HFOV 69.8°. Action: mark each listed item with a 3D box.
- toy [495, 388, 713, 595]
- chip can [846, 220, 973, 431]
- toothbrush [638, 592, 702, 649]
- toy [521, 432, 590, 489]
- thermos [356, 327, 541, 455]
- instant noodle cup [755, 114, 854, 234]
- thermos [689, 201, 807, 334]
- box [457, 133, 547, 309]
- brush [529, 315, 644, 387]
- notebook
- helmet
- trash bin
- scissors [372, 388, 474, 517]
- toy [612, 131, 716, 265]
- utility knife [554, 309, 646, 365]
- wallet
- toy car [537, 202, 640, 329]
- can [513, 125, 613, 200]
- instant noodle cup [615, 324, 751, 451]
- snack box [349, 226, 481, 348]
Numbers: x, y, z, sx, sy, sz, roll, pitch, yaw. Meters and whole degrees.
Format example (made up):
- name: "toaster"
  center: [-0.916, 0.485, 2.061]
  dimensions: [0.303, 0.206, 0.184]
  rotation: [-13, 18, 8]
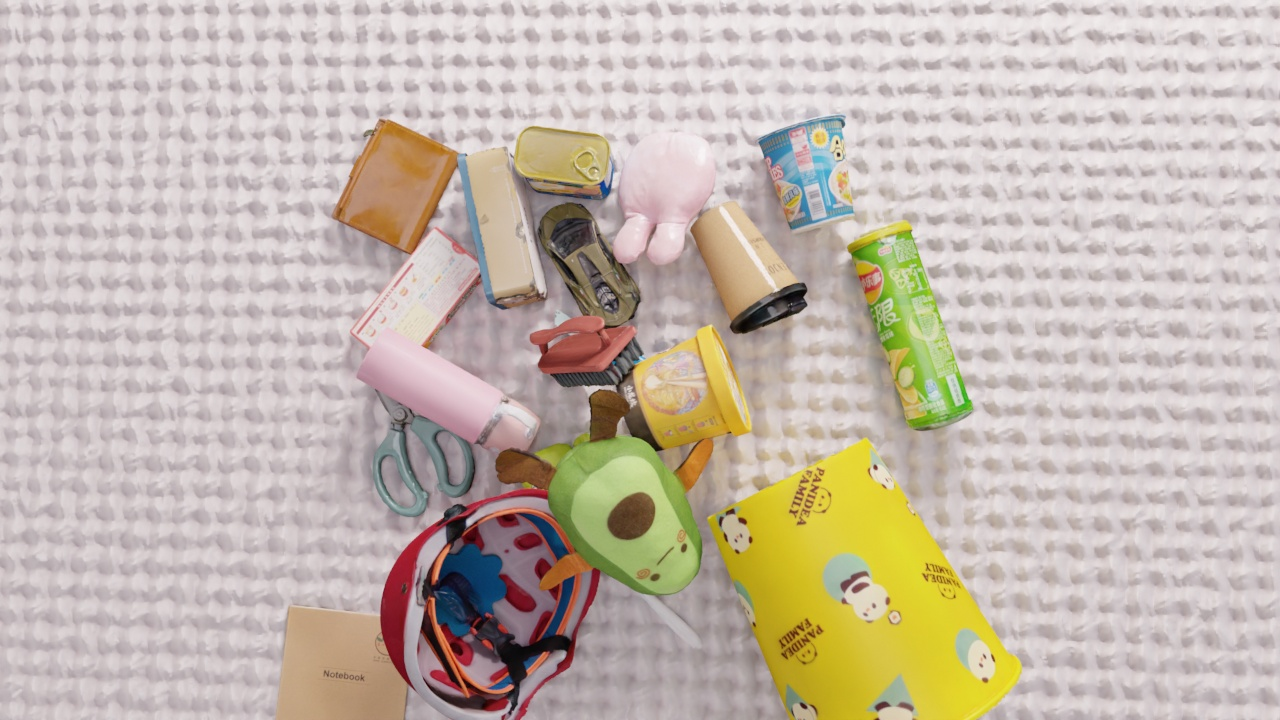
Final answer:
- name: "toy"
  center: [-0.019, 0.148, 0.920]
  dimensions: [0.227, 0.090, 0.247]
  rotation: [-38, 115, 2]
- name: "chip can"
  center: [0.290, -0.035, 0.987]
  dimensions: [0.072, 0.072, 0.221]
  rotation: [-18, 85, 2]
- name: "toothbrush"
  center: [0.002, 0.254, 1.016]
  dimensions: [0.180, 0.016, 0.016]
  rotation: [44, 92, 3]
- name: "toy"
  center: [-0.084, 0.124, 1.018]
  dimensions: [0.100, 0.031, 0.096]
  rotation: [10, 73, 4]
- name: "thermos"
  center: [-0.202, 0.037, 0.991]
  dimensions: [0.198, 0.087, 0.067]
  rotation: [31, 62, -5]
- name: "instant noodle cup"
  center: [0.186, -0.199, 0.996]
  dimensions: [0.099, 0.099, 0.110]
  rotation: [-14, 92, 2]
- name: "thermos"
  center: [0.115, -0.098, 0.996]
  dimensions: [0.093, 0.093, 0.143]
  rotation: [-28, 78, 1]
- name: "box"
  center: [-0.152, -0.150, 1.012]
  dimensions: [0.061, 0.090, 0.184]
  rotation: [-15, 83, 3]
- name: "brush"
  center: [-0.066, -0.012, 0.976]
  dimensions: [0.063, 0.146, 0.069]
  rotation: [-49, 114, -28]
- name: "notebook"
  center: [-0.336, 0.386, 1.029]
  dimensions: [0.148, 0.008, 0.207]
  rotation: [6, 87, 3]
- name: "helmet"
  center: [-0.166, 0.244, 0.955]
  dimensions: [0.239, 0.144, 0.207]
  rotation: [-46, 113, -34]
- name: "trash bin"
  center: [0.204, 0.231, 0.910]
  dimensions: [0.229, 0.229, 0.255]
  rotation: [-27, 79, 1]
- name: "scissors"
  center: [-0.247, 0.083, 1.038]
  dimensions: [0.143, 0.019, 0.180]
  rotation: [-13, 85, 3]
- name: "toy"
  center: [0.021, -0.177, 1.003]
  dimensions: [0.121, 0.054, 0.159]
  rotation: [9, 77, 36]
- name: "utility knife"
  center: [-0.006, 0.006, 1.027]
  dimensions: [0.218, 0.018, 0.034]
  rotation: [32, 91, 3]
- name: "wallet"
  center: [-0.286, -0.203, 1.048]
  dimensions: [0.119, 0.035, 0.130]
  rotation: [25, 87, 4]
- name: "toy car"
  center: [-0.060, -0.107, 1.028]
  dimensions: [0.070, 0.042, 0.158]
  rotation: [-33, 83, 0]
- name: "can"
  center: [-0.081, -0.215, 1.013]
  dimensions: [0.102, 0.083, 0.057]
  rotation: [8, 87, 3]
- name: "instant noodle cup"
  center: [0.043, 0.037, 0.960]
  dimensions: [0.114, 0.118, 0.118]
  rotation: [-21, 85, 12]
- name: "snack box"
  center: [-0.250, -0.068, 1.042]
  dimensions: [0.077, 0.027, 0.156]
  rotation: [39, 90, 4]
